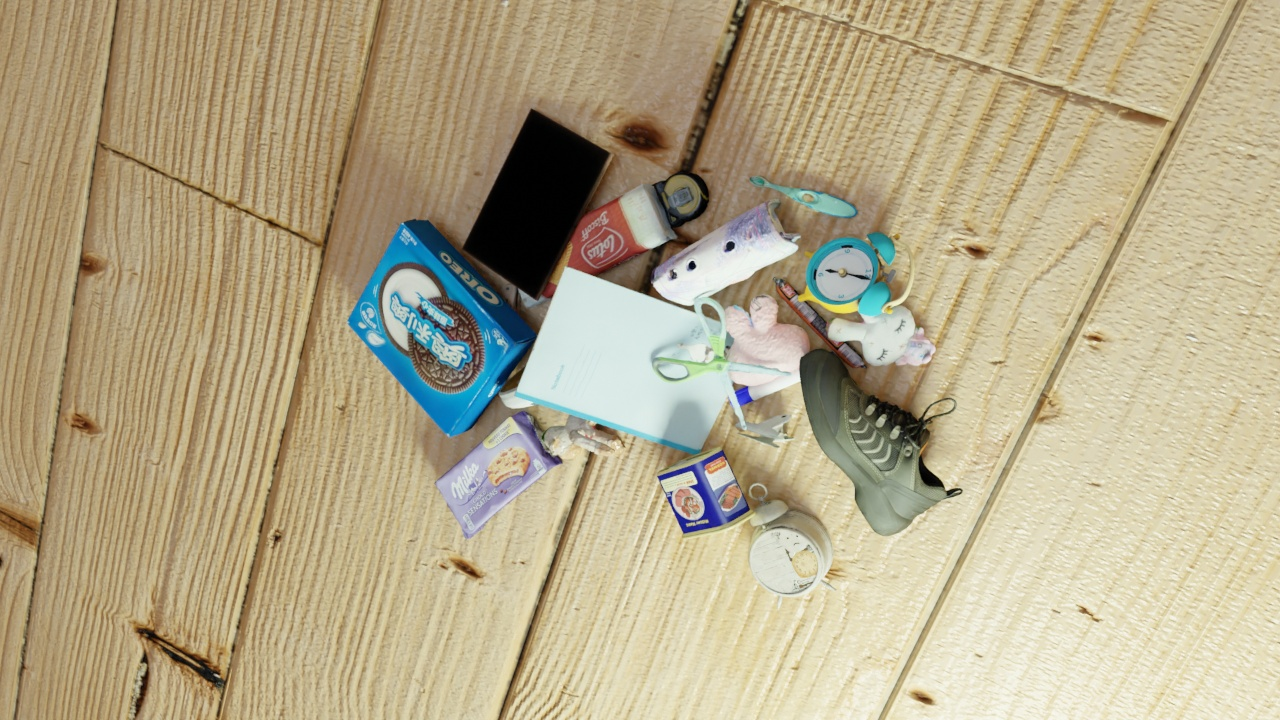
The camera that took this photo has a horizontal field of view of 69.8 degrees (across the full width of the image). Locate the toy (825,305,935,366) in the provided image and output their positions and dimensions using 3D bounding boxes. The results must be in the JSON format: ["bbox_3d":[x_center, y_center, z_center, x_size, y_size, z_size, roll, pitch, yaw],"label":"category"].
[{"bbox_3d":[0.281,-0.033,1.063,0.123,0.038,0.079,29,97,10],"label":"toy"}]

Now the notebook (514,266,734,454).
[{"bbox_3d":[-0.007,0.007,1.136,0.253,0.009,0.181,19,109,-14],"label":"notebook"}]

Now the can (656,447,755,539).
[{"bbox_3d":[0.078,0.167,1.153,0.116,0.056,0.092,-29,85,57],"label":"can"}]

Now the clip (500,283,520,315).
[{"bbox_3d":[-0.176,-0.072,1.253,0.026,0.058,0.052,-3,138,24],"label":"clip"}]

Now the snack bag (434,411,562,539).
[{"bbox_3d":[-0.200,0.160,1.285,0.206,0.058,0.096,-39,81,26],"label":"snack bag"}]

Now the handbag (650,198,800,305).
[{"bbox_3d":[0.101,-0.122,1.071,0.159,0.126,0.069,-27,91,23],"label":"handbag"}]

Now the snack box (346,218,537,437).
[{"bbox_3d":[-0.279,-0.044,1.261,0.239,0.056,0.196,45,120,11],"label":"snack box"}]

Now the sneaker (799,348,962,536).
[{"bbox_3d":[0.284,0.079,1.044,0.143,0.100,0.238,-28,97,26],"label":"sneaker"}]

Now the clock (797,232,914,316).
[{"bbox_3d":[0.247,-0.098,1.049,0.130,0.043,0.099,1,73,30],"label":"clock"}]

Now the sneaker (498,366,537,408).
[{"bbox_3d":[-0.072,0.023,1.204,0.236,0.087,0.079,-20,111,19],"label":"sneaker"}]

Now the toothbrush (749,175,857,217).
[{"bbox_3d":[0.190,-0.194,1.081,0.135,0.017,0.022,22,104,17],"label":"toothbrush"}]

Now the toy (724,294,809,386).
[{"bbox_3d":[0.145,-0.025,1.106,0.108,0.053,0.105,-20,102,21],"label":"toy"}]

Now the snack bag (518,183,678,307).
[{"bbox_3d":[-0.067,-0.145,1.184,0.226,0.041,0.077,-24,88,26],"label":"snack bag"}]

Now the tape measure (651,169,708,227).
[{"bbox_3d":[0.052,-0.201,1.127,0.061,0.034,0.061,-25,90,22],"label":"tape measure"}]

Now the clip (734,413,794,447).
[{"bbox_3d":[0.160,0.081,1.126,0.055,0.102,0.045,-15,102,-20],"label":"clip"}]

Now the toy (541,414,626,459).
[{"bbox_3d":[-0.081,0.103,1.204,0.106,0.085,0.074,-10,97,12],"label":"toy"}]

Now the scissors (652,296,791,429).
[{"bbox_3d":[0.095,0.002,1.096,0.171,0.023,0.172,4,104,15],"label":"scissors"}]

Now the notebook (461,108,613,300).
[{"bbox_3d":[-0.137,-0.203,1.190,0.141,0.008,0.209,34,103,24],"label":"notebook"}]

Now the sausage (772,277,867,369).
[{"bbox_3d":[0.213,-0.044,1.098,0.155,0.020,0.020,46,113,9],"label":"sausage"}]

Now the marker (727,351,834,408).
[{"bbox_3d":[0.174,0.024,1.127,0.142,0.020,0.020,-25,90,24],"label":"marker"}]

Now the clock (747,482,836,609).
[{"bbox_3d":[0.174,0.226,1.142,0.104,0.061,0.157,-25,92,24],"label":"clock"}]
